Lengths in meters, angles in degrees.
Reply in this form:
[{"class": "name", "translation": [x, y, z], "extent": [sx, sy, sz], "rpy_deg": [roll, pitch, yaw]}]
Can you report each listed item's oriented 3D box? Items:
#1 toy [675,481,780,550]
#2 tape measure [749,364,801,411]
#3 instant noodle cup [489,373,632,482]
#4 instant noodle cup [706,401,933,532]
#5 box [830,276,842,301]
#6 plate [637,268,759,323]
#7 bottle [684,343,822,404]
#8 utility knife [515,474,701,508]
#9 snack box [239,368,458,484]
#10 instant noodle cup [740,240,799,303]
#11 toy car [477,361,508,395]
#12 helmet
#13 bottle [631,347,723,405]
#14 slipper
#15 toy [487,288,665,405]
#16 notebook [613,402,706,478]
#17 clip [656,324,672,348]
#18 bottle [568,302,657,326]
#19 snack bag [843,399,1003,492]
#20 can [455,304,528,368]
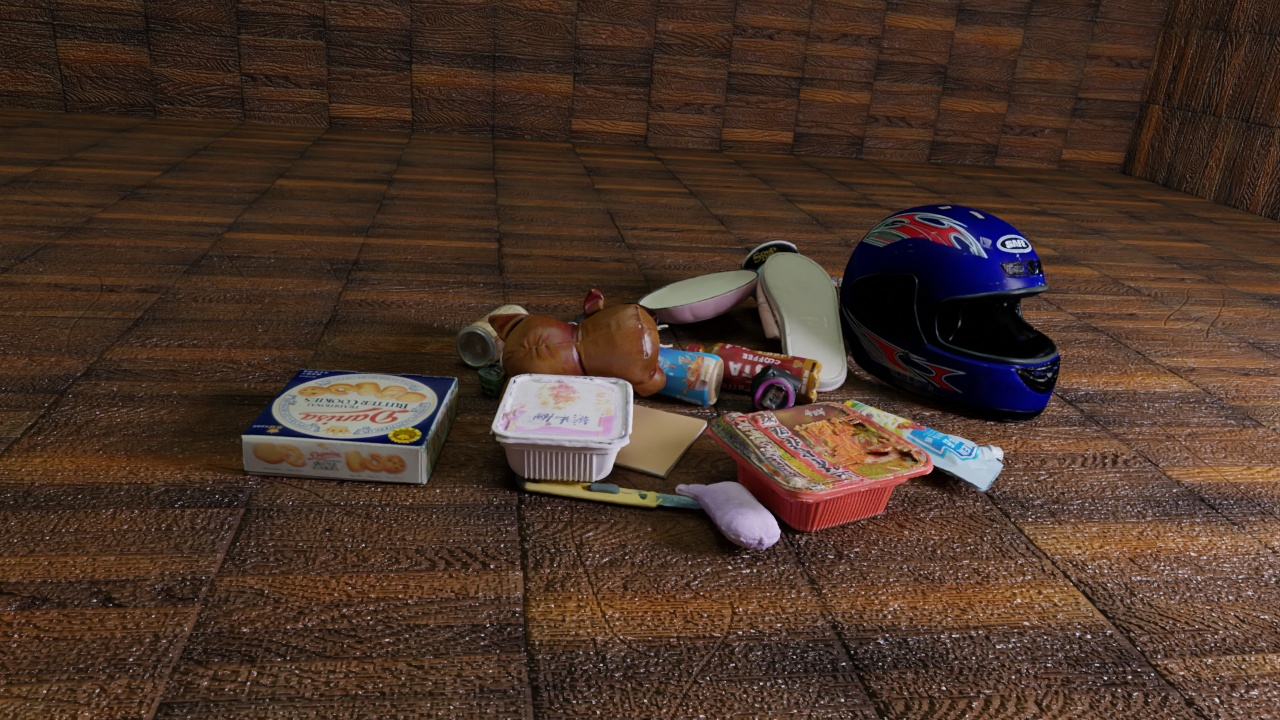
[{"class": "toy", "translation": [0.089, 0.144, 0.870], "extent": [0.083, 0.039, 0.108], "rpy_deg": [6, 19, -24]}, {"class": "tape measure", "translation": [0.163, 0.038, 1.126], "extent": [0.057, 0.058, 0.039], "rpy_deg": [27, 25, -3]}, {"class": "instant noodle cup", "translation": [-0.078, 0.071, 0.962], "extent": [0.138, 0.060, 0.173], "rpy_deg": [3, 21, 0]}, {"class": "instant noodle cup", "translation": [0.179, 0.106, 0.933], "extent": [0.188, 0.079, 0.164], "rpy_deg": [-8, 26, -27]}, {"class": "box", "translation": [0.303, -0.088, 1.478], "extent": [0.087, 0.076, 0.162], "rpy_deg": [-10, 21, 17]}, {"class": "plate", "translation": [0.092, -0.094, 1.413], "extent": [0.192, 0.039, 0.192], "rpy_deg": [-15, 15, 4]}, {"class": "bottle", "translation": [0.142, 0.013, 1.184], "extent": [0.175, 0.057, 0.057], "rpy_deg": [11, 23, 14]}, {"class": "utility knife", "translation": [-0.030, 0.134, 0.915], "extent": [0.198, 0.021, 0.030], "rpy_deg": [11, 28, 3]}, {"class": "snack box", "translation": [-0.299, 0.065, 0.977], "extent": [0.178, 0.046, 0.182], "rpy_deg": [3, 21, -2]}, {"class": "instant noodle cup", "translation": [0.224, -0.110, 1.445], "extent": [0.111, 0.111, 0.120], "rpy_deg": [-1, 39, -15]}, {"class": "toy car", "translation": [-0.157, 0.019, 1.133], "extent": [0.091, 0.036, 0.043], "rpy_deg": [-15, 28, -40]}, {"class": "helmet", "translation": [0.424, -0.084, 1.241], "extent": [0.246, 0.241, 0.316], "rpy_deg": [-12, 29, -37]}, {"class": "bottle", "translation": [-0.007, 0.007, 1.159], "extent": [0.219, 0.065, 0.065], "rpy_deg": [11, 23, 15]}, {"class": "slipper", "translation": [0.230, -0.054, 1.306], "extent": [0.114, 0.055, 0.273], "rpy_deg": [0, 46, -7]}, {"class": "toy", "translation": [-0.076, -0.009, 1.086], "extent": [0.199, 0.131, 0.140], "rpy_deg": [-10, 69, -7]}, {"class": "notebook", "translation": [-0.044, 0.077, 1.054], "extent": [0.208, 0.008, 0.147], "rpy_deg": [13, 24, 19]}, {"class": "clip", "translation": [0.002, -0.017, 1.271], "extent": [0.104, 0.081, 0.035], "rpy_deg": [14, -23, -41]}, {"class": "bottle", "translation": [-0.066, -0.042, 1.297], "extent": [0.194, 0.044, 0.080], "rpy_deg": [-16, 29, -40]}, {"class": "snack bag", "translation": [0.318, 0.094, 1.053], "extent": [0.191, 0.039, 0.110], "rpy_deg": [19, 15, 30]}, {"class": "can", "translation": [-0.194, -0.033, 1.226], "extent": [0.058, 0.059, 0.116], "rpy_deg": [12, 23, 17]}]
